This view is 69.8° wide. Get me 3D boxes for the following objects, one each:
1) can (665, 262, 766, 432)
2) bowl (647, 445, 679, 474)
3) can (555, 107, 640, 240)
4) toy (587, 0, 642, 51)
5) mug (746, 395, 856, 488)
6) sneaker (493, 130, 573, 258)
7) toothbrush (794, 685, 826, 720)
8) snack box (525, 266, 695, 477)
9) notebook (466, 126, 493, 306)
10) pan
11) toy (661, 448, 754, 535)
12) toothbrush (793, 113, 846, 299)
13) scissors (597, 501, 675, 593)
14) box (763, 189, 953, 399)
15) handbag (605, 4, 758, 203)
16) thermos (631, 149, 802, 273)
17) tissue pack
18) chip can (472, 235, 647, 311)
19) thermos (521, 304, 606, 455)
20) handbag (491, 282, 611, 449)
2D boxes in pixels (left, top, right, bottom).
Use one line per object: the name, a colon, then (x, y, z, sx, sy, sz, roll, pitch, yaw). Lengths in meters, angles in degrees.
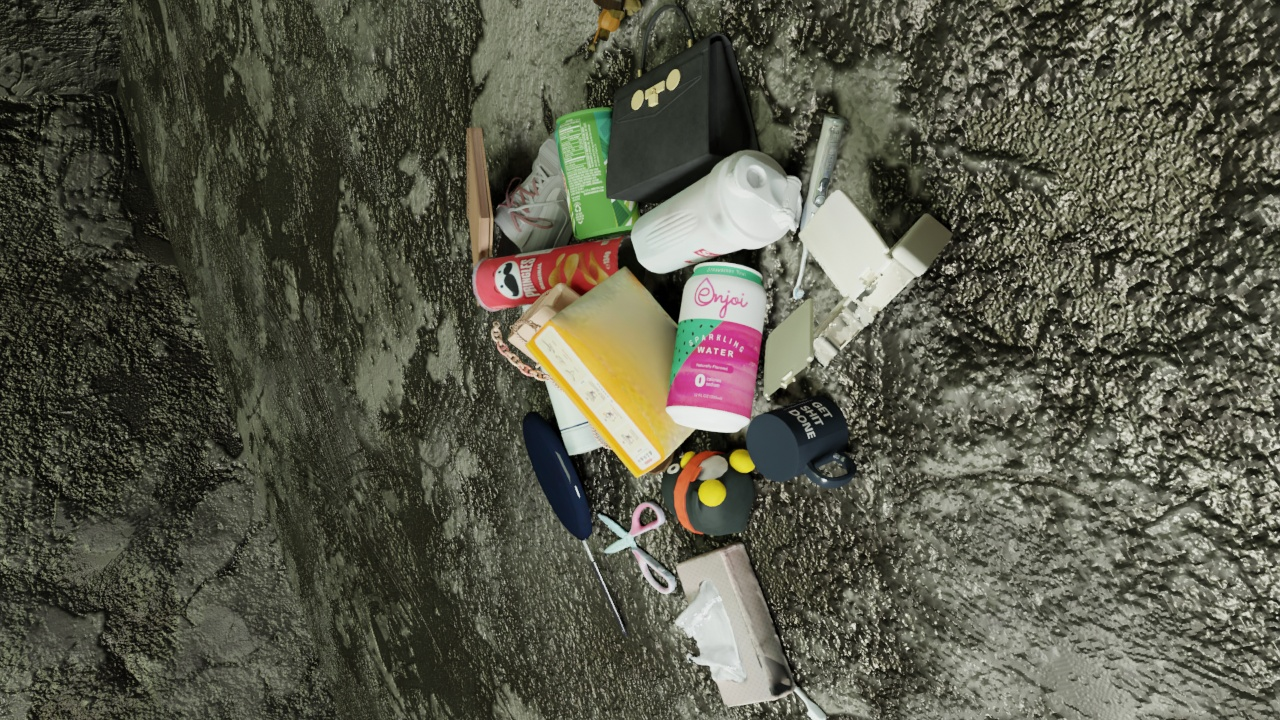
can: (0.080, -0.012, 0.959, 0.088, 0.088, 0.165, -5, 73, 52)
bowl: (0.015, 0.084, 1.161, 0.118, 0.030, 0.118, 21, 118, 47)
can: (-0.051, -0.222, 1.098, 0.083, 0.082, 0.144, -4, 99, 52)
toy: (-0.032, -0.397, 1.034, 0.076, 0.062, 0.100, -101, 31, -65)
mug: (0.170, 0.089, 0.928, 0.105, 0.077, 0.071, 44, 133, 34)
sneaker: (-0.145, -0.198, 1.219, 0.099, 0.089, 0.237, 49, 136, 30)
toothbrush: (0.152, 0.360, 1.098, 0.187, 0.012, 0.017, 43, 136, 35)
snack box: (-0.006, 0.006, 1.026, 0.195, 0.144, 0.081, 50, 137, 0)
notebook: (-0.227, -0.202, 1.289, 0.211, 0.022, 0.169, 109, 154, -59)
pan: (-0.093, 0.240, 1.326, 0.356, 0.021, 0.199, 67, 161, -3)
toy: (0.071, 0.149, 1.059, 0.119, 0.097, 0.100, 14, 131, 40)
toothbrush: (0.169, -0.146, 0.896, 0.024, 0.022, 0.186, -130, 43, -53)
scissors: (-0.003, 0.262, 1.260, 0.173, 0.014, 0.158, -39, 71, 50)
box: (0.158, -0.064, 0.777, 0.101, 0.193, 0.144, 42, 130, 6)
handbag: (0.035, -0.291, 1.000, 0.176, 0.072, 0.195, -10, 84, 53)
thermos: (0.076, -0.149, 0.960, 0.221, 0.099, 0.099, -14, 91, 60)
tissue pack: (0.102, 0.318, 1.091, 0.104, 0.071, 0.181, -30, 76, 44)
chip can: (-0.103, -0.109, 1.160, 0.233, 0.073, 0.073, -4, 99, 33)
thermos: (-0.101, 0.013, 1.256, 0.068, 0.067, 0.230, -21, 86, 53)
handbag: (-0.103, 0.017, 1.095, 0.198, 0.186, 0.117, 38, 133, -14)
